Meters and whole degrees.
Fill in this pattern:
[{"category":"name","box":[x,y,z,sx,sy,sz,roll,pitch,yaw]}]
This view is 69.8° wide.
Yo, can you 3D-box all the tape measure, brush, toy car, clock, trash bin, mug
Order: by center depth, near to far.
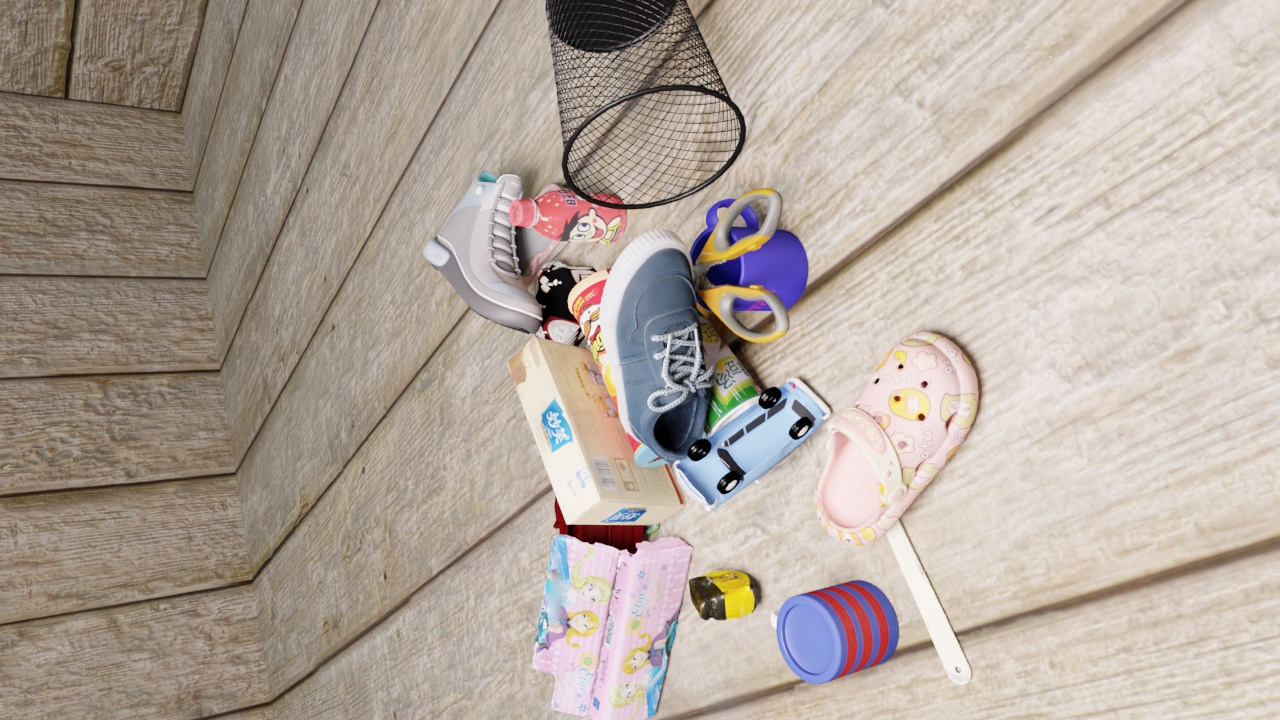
[{"category":"brush","box":[0.227,0.168,0.782,0.033,0.012,0.217,-43,60,45]},{"category":"mug","box":[0.161,0.237,0.818,0.112,0.076,0.075,-1,91,53]},{"category":"toy car","box":[0.102,0.079,0.847,0.056,0.153,0.055,48,166,30]},{"category":"mug","box":[0.098,-0.102,0.876,0.079,0.083,0.111,-28,70,50]},{"category":"tape measure","box":[0.085,0.235,0.930,0.065,0.064,0.037,-135,39,-80]},{"category":"trash bin","box":[-0.008,-0.296,0.942,0.185,0.183,0.210,-42,54,46]},{"category":"brush","box":[0.074,-0.040,0.967,0.048,0.017,0.127,49,129,40]},{"category":"toy car","box":[-0.064,0.197,1.112,0.170,0.061,0.070,12,104,55]},{"category":"clock","box":[-0.104,-0.066,1.165,0.155,0.065,0.115,26,112,49]}]

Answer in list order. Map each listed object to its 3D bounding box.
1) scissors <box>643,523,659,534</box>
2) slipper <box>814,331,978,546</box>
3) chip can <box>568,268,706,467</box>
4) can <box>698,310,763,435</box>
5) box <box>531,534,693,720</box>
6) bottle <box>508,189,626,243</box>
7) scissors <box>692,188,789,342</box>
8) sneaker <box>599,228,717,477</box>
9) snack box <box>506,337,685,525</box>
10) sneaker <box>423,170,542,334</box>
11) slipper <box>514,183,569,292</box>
[{"category":"scissors","box":[-0.028,0.159,1.123,0.171,0.021,0.173,25,117,47]},{"category":"slipper","box":[0.195,0.069,0.749,0.093,0.081,0.198,42,117,41]},{"category":"chip can","box":[-0.006,0.006,1.022,0.087,0.086,0.213,-49,55,43]},{"category":"can","box":[0.067,0.013,0.920,0.121,0.067,0.068,54,133,20]},{"category":"box","box":[-0.034,0.305,1.024,0.062,0.160,0.231,-123,42,-67]},{"category":"bottle","box":[-0.088,-0.170,1.077,0.062,0.137,0.062,7,98,53]},{"category":"scissors","box":[0.062,-0.089,0.840,0.225,0.016,0.175,23,112,53]},{"category":"sneaker","box":[0.024,-0.001,0.829,0.087,0.089,0.236,43,146,47]},{"category":"snack box","box":[-0.049,0.081,1.021,0.055,0.153,0.207,-39,60,27]},{"category":"sneaker","box":[-0.174,-0.146,1.156,0.257,0.093,0.160,38,104,47]},{"category":"slipper","box":[-0.173,-0.146,1.263,0.275,0.054,0.114,-42,59,45]}]
